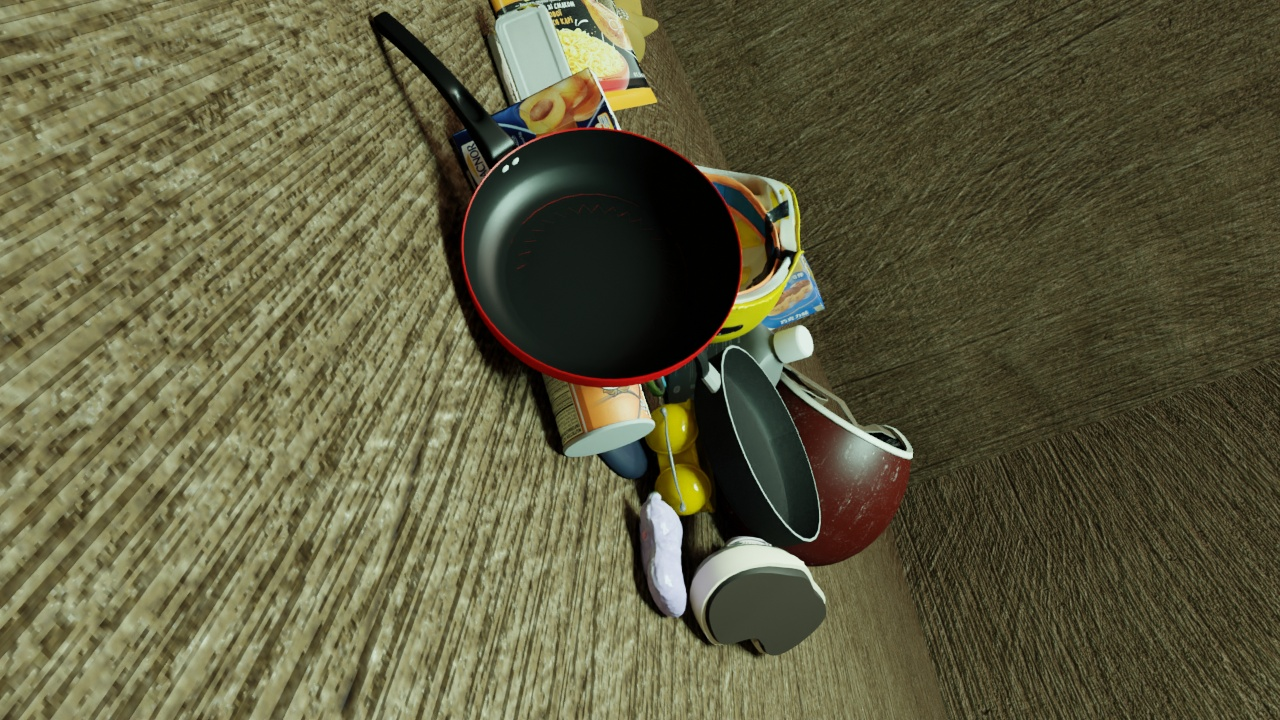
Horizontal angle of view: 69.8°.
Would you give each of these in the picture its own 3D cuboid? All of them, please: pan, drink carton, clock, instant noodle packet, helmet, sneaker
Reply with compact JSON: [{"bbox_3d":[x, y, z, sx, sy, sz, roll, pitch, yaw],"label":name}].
[{"bbox_3d":[-0.031,-0.025,0.936,0.199,0.021,0.355,60,16,-27],"label":"pan"},{"bbox_3d":[-0.080,-0.130,0.702,0.356,0.208,0.067,45,-21,8],"label":"pan"},{"bbox_3d":[-0.086,-0.187,0.765,0.040,0.130,0.064,-56,122,-79],"label":"drink carton"},{"bbox_3d":[0.075,0.039,0.861,0.355,0.044,0.203,49,26,-35],"label":"pan"},{"bbox_3d":[0.041,0.096,0.891,0.152,0.052,0.113,27,51,-78],"label":"clock"},{"bbox_3d":[-0.088,-0.387,1.066,0.032,0.159,0.220,-30,-100,62],"label":"instant noodle packet"},{"bbox_3d":[0.197,0.112,1.097,0.233,0.254,0.233,25,14,-23],"label":"helmet"},{"bbox_3d":[0.063,-0.098,1.008,0.140,0.209,0.239,97,4,-51],"label":"helmet"},{"bbox_3d":[0.109,0.219,0.948,0.116,0.112,0.293,51,6,32],"label":"sneaker"}]

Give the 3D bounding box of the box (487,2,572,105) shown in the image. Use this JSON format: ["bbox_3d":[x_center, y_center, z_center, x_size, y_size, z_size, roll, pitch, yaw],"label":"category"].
[{"bbox_3d":[-0.092,-0.267,0.961,0.079,0.080,0.209,12,56,-69],"label":"box"}]

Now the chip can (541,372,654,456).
[{"bbox_3d":[-0.056,-0.035,0.750,0.075,0.075,0.215,27,42,-68],"label":"chip can"}]

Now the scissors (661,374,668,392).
[{"bbox_3d":[0.011,-0.023,1.076,0.135,0.015,0.135,65,12,-54],"label":"scissors"}]

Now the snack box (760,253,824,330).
[{"bbox_3d":[0.113,-0.090,1.175,0.155,0.203,0.069,47,25,-53],"label":"snack box"}]

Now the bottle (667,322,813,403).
[{"bbox_3d":[0.114,0.000,1.054,0.046,0.174,0.083,32,51,-42],"label":"bottle"}]

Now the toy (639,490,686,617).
[{"bbox_3d":[0.021,0.172,0.800,0.080,0.036,0.099,66,16,-48],"label":"toy"}]

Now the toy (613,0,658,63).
[{"bbox_3d":[-0.059,-0.426,1.180,0.199,0.163,0.202,74,17,-46],"label":"toy"}]

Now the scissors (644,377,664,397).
[{"bbox_3d":[-0.002,0.005,0.917,0.170,0.028,0.139,-79,147,-64],"label":"scissors"}]
